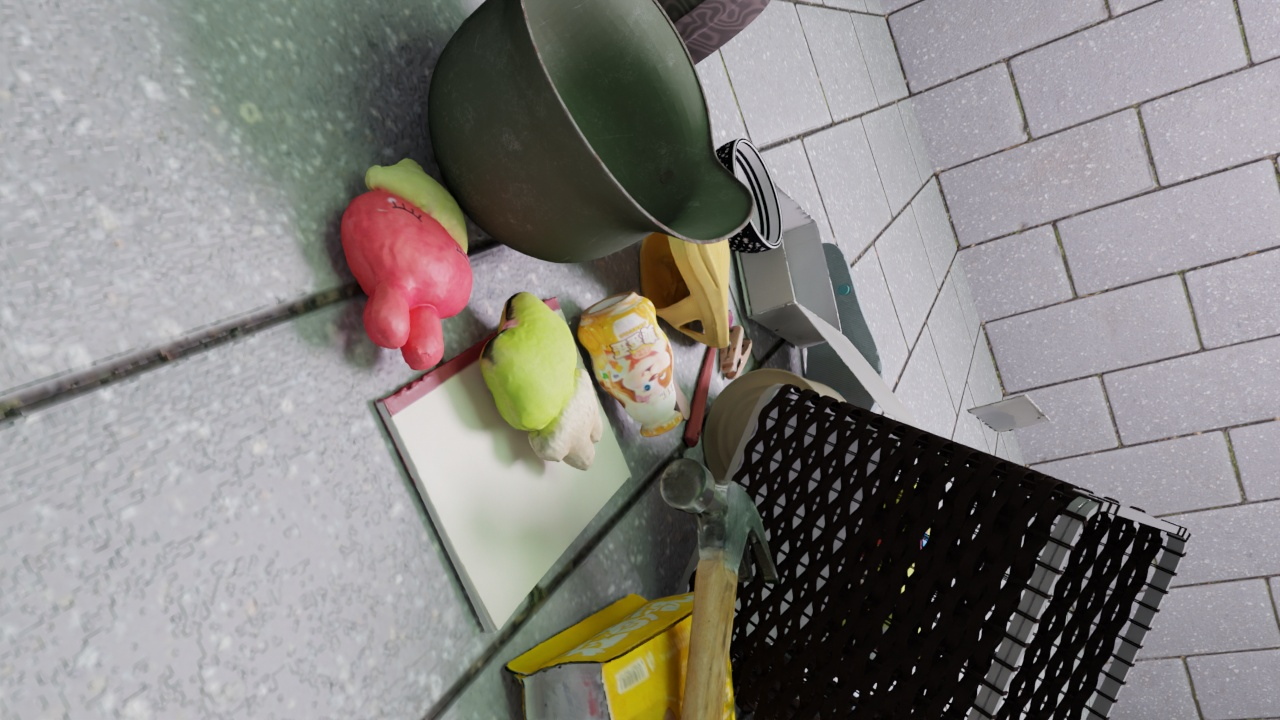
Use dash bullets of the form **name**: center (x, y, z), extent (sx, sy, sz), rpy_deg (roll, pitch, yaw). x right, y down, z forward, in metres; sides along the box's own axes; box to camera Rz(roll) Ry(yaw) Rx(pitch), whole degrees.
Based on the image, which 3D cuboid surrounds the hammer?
- **hammer**: center (0.034, 0.234, 0.534), extent (0.132, 0.033, 0.329), rpy_deg (41, 52, -54)

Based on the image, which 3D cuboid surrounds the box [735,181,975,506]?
- **box**: center (0.215, -0.010, 1.031), extent (0.166, 0.108, 0.418), rpy_deg (20, 43, -57)

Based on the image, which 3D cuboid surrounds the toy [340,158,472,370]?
- **toy**: center (-0.130, -0.057, 0.521), extent (0.091, 0.045, 0.135), rpy_deg (42, 36, -42)

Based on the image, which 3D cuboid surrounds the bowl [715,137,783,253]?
- **bowl**: center (0.096, -0.167, 0.971), extent (0.120, 0.066, 0.120), rpy_deg (37, 45, -49)

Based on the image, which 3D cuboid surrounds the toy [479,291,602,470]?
- **toy**: center (-0.059, 0.019, 0.591), extent (0.118, 0.043, 0.092), rpy_deg (58, 29, -31)

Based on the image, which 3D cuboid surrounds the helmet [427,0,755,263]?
- **helmet**: center (-0.046, -0.162, 0.611), extent (0.227, 0.154, 0.267), rpy_deg (54, 36, -20)

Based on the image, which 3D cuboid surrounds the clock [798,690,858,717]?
- **clock**: center (0.160, 0.328, 0.816), extent (0.117, 0.083, 0.057), rpy_deg (-26, 93, -61)

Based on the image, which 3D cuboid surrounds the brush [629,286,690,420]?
- **brush**: center (0.012, 0.002, 0.789), extent (0.136, 0.015, 0.049), rpy_deg (61, 31, -34)

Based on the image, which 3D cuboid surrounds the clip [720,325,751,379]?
- **clip**: center (0.092, -0.012, 0.930), extent (0.045, 0.025, 0.060), rpy_deg (57, 36, -30)

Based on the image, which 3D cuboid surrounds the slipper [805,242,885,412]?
- **slipper**: center (0.254, -0.027, 1.155), extent (0.054, 0.098, 0.268), rpy_deg (31, 48, -51)

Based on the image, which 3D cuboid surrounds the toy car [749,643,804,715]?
- **toy car**: center (0.117, 0.287, 0.808), extent (0.105, 0.033, 0.048), rpy_deg (-26, 100, -64)

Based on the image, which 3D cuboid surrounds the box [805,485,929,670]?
- **box**: center (0.235, 0.220, 0.968), extent (0.079, 0.125, 0.220), rpy_deg (66, 30, -20)

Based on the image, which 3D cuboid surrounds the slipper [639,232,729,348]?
- **slipper**: center (0.036, -0.080, 0.799), extent (0.263, 0.078, 0.099), rpy_deg (61, 25, -68)

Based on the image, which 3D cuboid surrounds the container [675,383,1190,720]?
- **container**: center (0.204, 0.174, 0.682), extent (0.247, 0.244, 0.245), rpy_deg (18, 96, -46)

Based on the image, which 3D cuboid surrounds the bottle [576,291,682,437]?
- **bottle**: center (-0.004, 0.004, 0.702), extent (0.109, 0.063, 0.063), rpy_deg (66, 29, -15)

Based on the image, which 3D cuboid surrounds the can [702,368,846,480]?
- **can**: center (0.129, 0.074, 0.840), extent (0.073, 0.128, 0.127), rpy_deg (19, 59, -55)

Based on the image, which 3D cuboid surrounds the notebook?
- **notebook**: center (-0.075, 0.055, 0.602), extent (0.153, 0.012, 0.208), rpy_deg (67, 28, -11)

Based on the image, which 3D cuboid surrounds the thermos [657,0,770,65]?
- **thermos**: center (-0.015, -0.362, 0.775), extent (0.226, 0.173, 0.172), rpy_deg (54, 34, -23)

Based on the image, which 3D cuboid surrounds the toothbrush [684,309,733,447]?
- **toothbrush**: center (0.067, 0.011, 0.879), extent (0.016, 0.016, 0.189), rpy_deg (58, 31, -30)

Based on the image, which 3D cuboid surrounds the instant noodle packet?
- **instant noodle packet**: center (0.005, 0.273, 0.580), extent (0.162, 0.084, 0.221), rpy_deg (-3, 85, -62)
